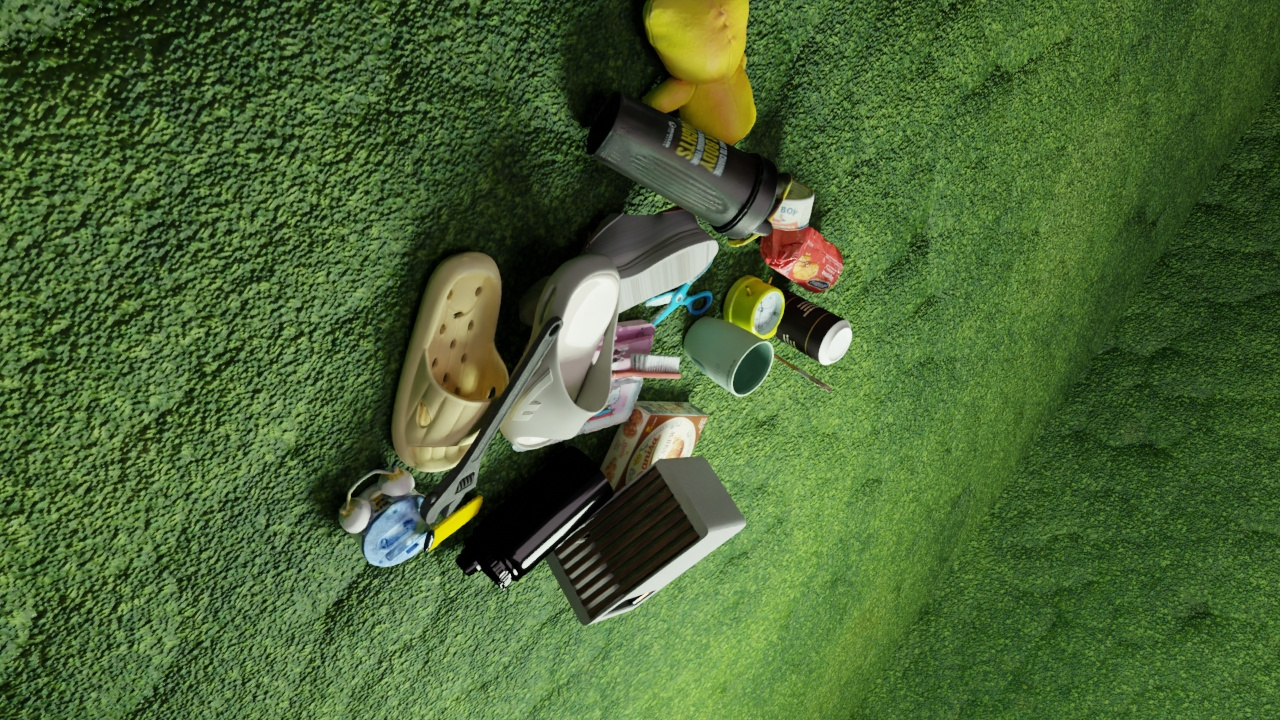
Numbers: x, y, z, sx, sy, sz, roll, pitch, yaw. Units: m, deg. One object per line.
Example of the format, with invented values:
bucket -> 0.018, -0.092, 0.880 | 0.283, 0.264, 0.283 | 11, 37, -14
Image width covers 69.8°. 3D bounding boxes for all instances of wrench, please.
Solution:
wrench -> -0.153, 0.066, 0.947 | 0.274, 0.018, 0.073 | -56, 162, 18

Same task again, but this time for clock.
clock -> -0.272, 0.164, 0.981 | 0.088, 0.052, 0.125 | -38, 141, -22
clock -> 0.160, -0.063, 1.300 | 0.083, 0.057, 0.119 | -28, 129, -36

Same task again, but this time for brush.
brush -> 0.214, 0.004, 1.340 | 0.008, 0.143, 0.045 | -59, 153, 5
brush -> -0.007, 0.007, 1.120 | 0.172, 0.041, 0.030 | 0, 96, -54

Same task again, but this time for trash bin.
trash bin -> 0.005, 0.238, 1.223 | 0.229, 0.114, 0.114 | -41, 158, 22

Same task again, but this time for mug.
mug -> 0.119, -0.002, 1.260 | 0.084, 0.104, 0.111 | -46, 142, -15

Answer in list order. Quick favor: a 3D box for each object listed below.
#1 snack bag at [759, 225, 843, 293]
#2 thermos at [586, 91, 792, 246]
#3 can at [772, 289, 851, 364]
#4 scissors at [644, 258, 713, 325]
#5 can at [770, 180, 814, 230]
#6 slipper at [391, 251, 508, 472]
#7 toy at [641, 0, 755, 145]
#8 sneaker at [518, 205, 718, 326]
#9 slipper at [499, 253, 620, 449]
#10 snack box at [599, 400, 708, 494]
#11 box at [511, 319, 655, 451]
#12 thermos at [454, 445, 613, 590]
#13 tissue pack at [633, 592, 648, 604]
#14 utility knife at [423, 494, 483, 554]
snack bag -> 0.234, -0.150, 1.303 | 0.176, 0.082, 0.082 | 19, 102, -54
thermos -> 0.053, -0.202, 0.977 | 0.220, 0.098, 0.098 | 22, 101, -25
can -> 0.240, -0.050, 1.340 | 0.071, 0.128, 0.072 | -29, 136, -33
scissors -> 0.054, -0.077, 1.207 | 0.139, 0.013, 0.118 | -47, 145, -17
can -> 0.180, -0.204, 1.191 | 0.086, 0.086, 0.043 | -20, 131, -39
slipper -> -0.187, 0.018, 0.947 | 0.111, 0.079, 0.262 | -9, 123, -42
toy -> 0.069, -0.312, 0.982 | 0.134, 0.087, 0.194 | -35, 140, -21
sneaker -> -0.036, -0.113, 1.031 | 0.236, 0.089, 0.099 | -22, 154, -10
slipper -> -0.073, 0.013, 0.984 | 0.112, 0.080, 0.267 | -12, 137, -43
snack box -> 0.015, 0.129, 1.293 | 0.146, 0.041, 0.143 | 6, 113, -51
box -> -0.069, 0.029, 1.127 | 0.200, 0.037, 0.153 | -12, 128, -44
thermos -> -0.134, 0.202, 1.139 | 0.198, 0.086, 0.086 | -40, 141, -21
tissue pack -> -0.022, 0.315, 1.375 | 0.092, 0.062, 0.145 | -12, 125, -43
utility knife -> -0.210, 0.183, 1.043 | 0.030, 0.017, 0.159 | -64, 169, 13
